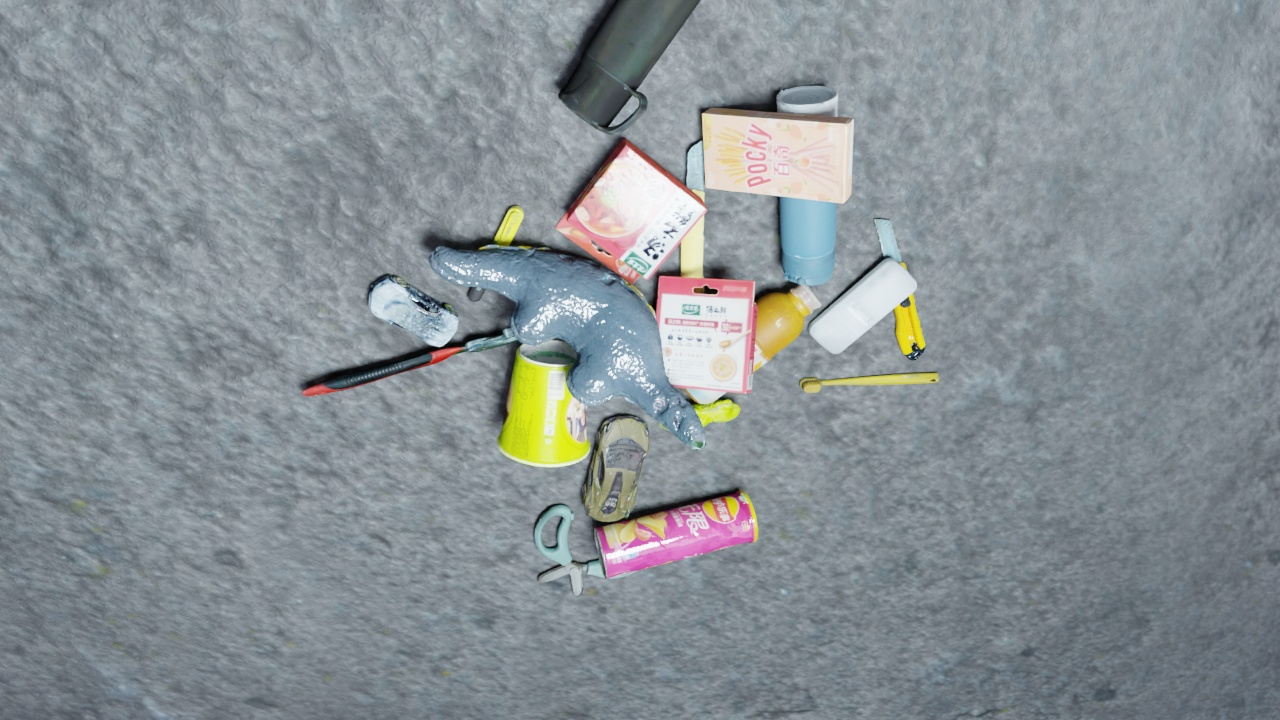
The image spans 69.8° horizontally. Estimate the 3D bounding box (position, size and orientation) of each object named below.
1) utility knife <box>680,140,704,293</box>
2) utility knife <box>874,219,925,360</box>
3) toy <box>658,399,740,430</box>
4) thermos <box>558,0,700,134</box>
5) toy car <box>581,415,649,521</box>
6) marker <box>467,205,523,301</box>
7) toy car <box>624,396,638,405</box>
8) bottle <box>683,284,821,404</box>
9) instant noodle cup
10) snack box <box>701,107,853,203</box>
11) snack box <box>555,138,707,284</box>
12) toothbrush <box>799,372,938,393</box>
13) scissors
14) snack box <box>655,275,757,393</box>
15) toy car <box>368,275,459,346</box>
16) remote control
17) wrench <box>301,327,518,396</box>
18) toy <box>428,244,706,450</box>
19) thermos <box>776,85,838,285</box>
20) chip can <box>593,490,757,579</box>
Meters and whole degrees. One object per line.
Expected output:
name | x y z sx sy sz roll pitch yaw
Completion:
utility knife | 0.061 -0.147 1.032 0.031 0.021 0.205 -8 129 -12
utility knife | 0.318 -0.084 1.127 0.033 0.015 0.216 -24 122 1
toy | 0.072 0.070 1.151 0.100 0.031 0.096 -18 160 21
thermos | 0.020 -0.329 0.873 0.243 0.090 0.068 -53 159 21
toy car | -0.032 0.141 1.182 0.070 0.042 0.158 4 118 -15
marker | -0.160 -0.115 1.009 0.018 0.015 0.124 23 116 -18
toy car | -0.007 0.006 1.105 0.054 0.036 0.121 -21 126 1
bottle | 0.129 -0.024 1.094 0.190 0.068 0.068 -38 121 12
instant noodle cup | -0.108 0.044 1.072 0.111 0.111 0.123 2 112 -13
snack box | 0.140 -0.213 0.950 0.157 0.026 0.085 12 127 26
snack box | -0.012 -0.153 0.990 0.113 0.044 0.127 34 109 -19
toothbrush | 0.299 0.029 1.193 0.190 0.016 0.016 -2 123 -10
scissors | -0.070 0.253 1.257 0.171 0.019 0.170 -17 125 0
snack box | 0.074 -0.029 1.050 0.113 0.044 0.127 5 91 17
toy car | -0.252 -0.053 1.019 0.105 0.031 0.049 31 110 -26
remote control | 0.269 -0.065 1.117 0.056 0.020 0.136 38 115 -21
wrench | -0.253 0.002 1.048 0.273 0.056 0.016 -16 85 3
toy | -0.056 -0.037 1.004 0.356 0.137 0.092 38 143 -6
thermos | 0.184 -0.186 1.009 0.070 0.070 0.221 -11 124 -5
chip can | 0.047 0.233 1.224 0.210 0.071 0.071 -12 123 -10
